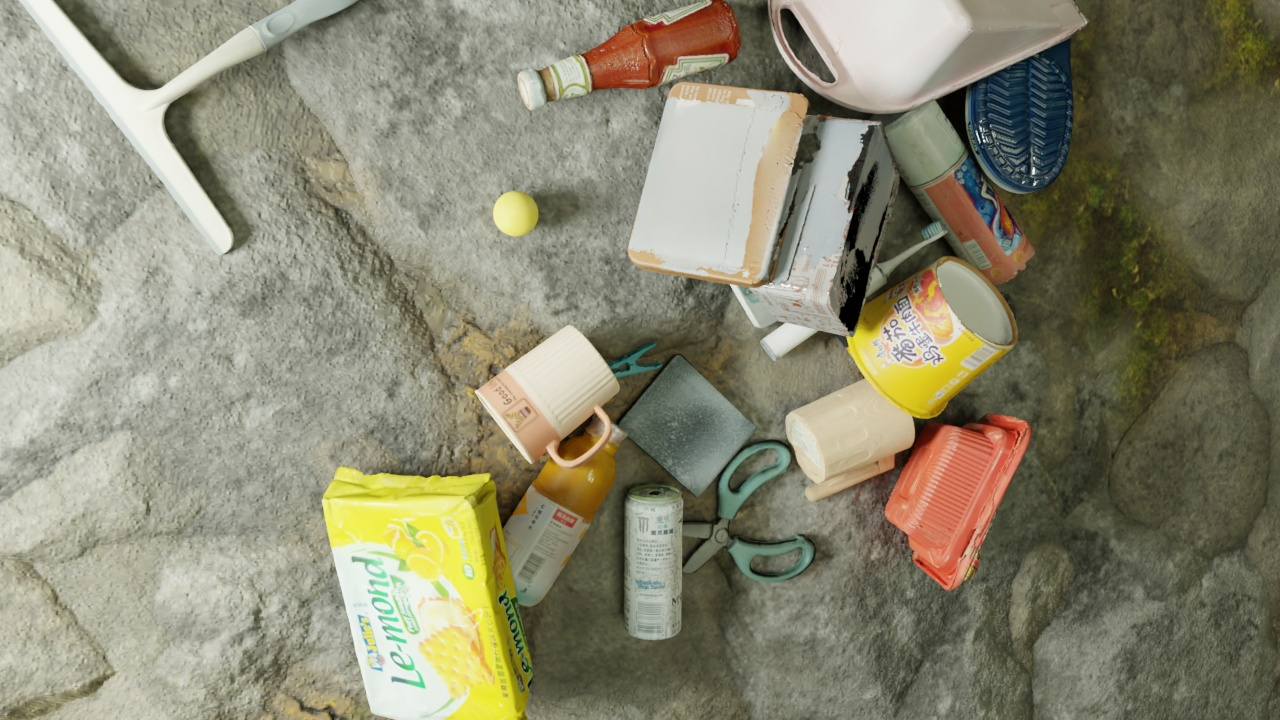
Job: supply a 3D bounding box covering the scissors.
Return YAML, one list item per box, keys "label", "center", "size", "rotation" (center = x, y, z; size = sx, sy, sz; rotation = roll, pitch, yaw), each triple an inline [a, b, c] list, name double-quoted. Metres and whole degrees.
- label: "scissors"
  center: [0.124, 0.177, 0.962]
  size: [0.181, 0.019, 0.170]
  rotation: [44, 83, -20]

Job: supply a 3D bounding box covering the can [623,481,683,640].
- label: "can"
  center: [0.013, 0.198, 0.908]
  size: [0.058, 0.058, 0.147]
  rotation: [-2, 99, -18]

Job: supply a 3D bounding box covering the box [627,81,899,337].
- label: "box"
  center: [0.123, -0.135, 0.862]
  size: [0.208, 0.158, 0.180]
  rotation: [12, 83, 20]

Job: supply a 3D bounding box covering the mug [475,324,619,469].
- label: "mug"
  center: [-0.074, 0.040, 0.832]
  size: [0.105, 0.082, 0.114]
  rotation: [-38, 73, -11]

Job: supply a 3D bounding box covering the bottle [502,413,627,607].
- label: "bottle"
  center: [-0.077, 0.138, 0.864]
  size: [0.068, 0.068, 0.189]
  rotation: [33, 87, -20]

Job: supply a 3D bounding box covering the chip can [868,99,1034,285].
- label: "chip can"
  center: [0.319, -0.175, 0.941]
  size: [0.071, 0.071, 0.215]
  rotation: [-44, 109, -7]

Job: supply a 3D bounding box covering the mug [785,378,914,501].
- label: "mug"
  center: [0.215, 0.086, 0.953]
  size: [0.103, 0.084, 0.125]
  rotation: [-21, 131, -13]

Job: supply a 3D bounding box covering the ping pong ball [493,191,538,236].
- label: "ping pong ball"
  center: [-0.112, -0.132, 0.824]
  size: [0.040, 0.040, 0.040]
  rotation: [-3, 99, -18]

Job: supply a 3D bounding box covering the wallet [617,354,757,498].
- label: "wallet"
  center: [0.047, 0.066, 0.921]
  size: [0.121, 0.019, 0.097]
  rotation: [43, 82, -18]

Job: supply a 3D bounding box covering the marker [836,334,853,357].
- label: "marker"
  center: [0.215, -0.029, 0.960]
  size: [0.018, 0.015, 0.124]
  rotation: [-44, 106, -9]

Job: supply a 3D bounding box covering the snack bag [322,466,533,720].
- label: "snack bag"
  center: [-0.180, 0.210, 0.812]
  size: [0.158, 0.068, 0.246]
  rotation: [-4, 103, 21]

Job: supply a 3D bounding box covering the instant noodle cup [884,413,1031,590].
- label: "instant noodle cup"
  center: [0.323, 0.132, 0.957]
  size: [0.079, 0.164, 0.189]
  rotation: [26, 89, 3]

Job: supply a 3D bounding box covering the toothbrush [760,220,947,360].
- label: "toothbrush"
  center: [0.219, -0.072, 0.931]
  size: [0.221, 0.027, 0.026]
  rotation: [-35, 97, -1]

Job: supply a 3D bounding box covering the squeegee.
- label: "squeegee"
  center: [-0.315, -0.253, 0.739]
  size: [0.246, 0.039, 0.246]
  rotation: [-36, 108, -10]

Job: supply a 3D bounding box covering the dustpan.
- label: "dustpan"
  center: [0.261, -0.356, 0.887]
  size: [0.272, 0.139, 0.222]
  rotation: [-22, 79, -38]

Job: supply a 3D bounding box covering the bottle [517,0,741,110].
- label: "bottle"
  center: [-0.009, -0.271, 0.826]
  size: [0.206, 0.060, 0.060]
  rotation: [-22, 105, -14]

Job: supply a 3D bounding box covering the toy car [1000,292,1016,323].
- label: "toy car"
  center: [0.354, -0.040, 0.996]
  size: [0.105, 0.032, 0.048]
  rotation: [-22, 105, -2]

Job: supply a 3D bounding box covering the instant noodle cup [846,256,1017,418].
- label: "instant noodle cup"
  center: [0.289, -0.029, 0.901]
  size: [0.138, 0.110, 0.137]
  rotation: [21, 47, -24]

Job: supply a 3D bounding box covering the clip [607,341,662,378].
- label: "clip"
  center: [-0.007, 0.003, 0.894]
  size: [0.055, 0.013, 0.039]
  rotation: [-21, 104, -13]

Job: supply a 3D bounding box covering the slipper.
- label: "slipper"
  center: [0.376, -0.287, 0.936]
  size: [0.105, 0.095, 0.252]
  rotation: [11, 78, -5]

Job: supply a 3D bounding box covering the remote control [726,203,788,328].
- label: "remote control"
  center: [0.108, -0.099, 0.911]
  size: [0.056, 0.019, 0.135]
  rotation: [-35, 107, -10]
